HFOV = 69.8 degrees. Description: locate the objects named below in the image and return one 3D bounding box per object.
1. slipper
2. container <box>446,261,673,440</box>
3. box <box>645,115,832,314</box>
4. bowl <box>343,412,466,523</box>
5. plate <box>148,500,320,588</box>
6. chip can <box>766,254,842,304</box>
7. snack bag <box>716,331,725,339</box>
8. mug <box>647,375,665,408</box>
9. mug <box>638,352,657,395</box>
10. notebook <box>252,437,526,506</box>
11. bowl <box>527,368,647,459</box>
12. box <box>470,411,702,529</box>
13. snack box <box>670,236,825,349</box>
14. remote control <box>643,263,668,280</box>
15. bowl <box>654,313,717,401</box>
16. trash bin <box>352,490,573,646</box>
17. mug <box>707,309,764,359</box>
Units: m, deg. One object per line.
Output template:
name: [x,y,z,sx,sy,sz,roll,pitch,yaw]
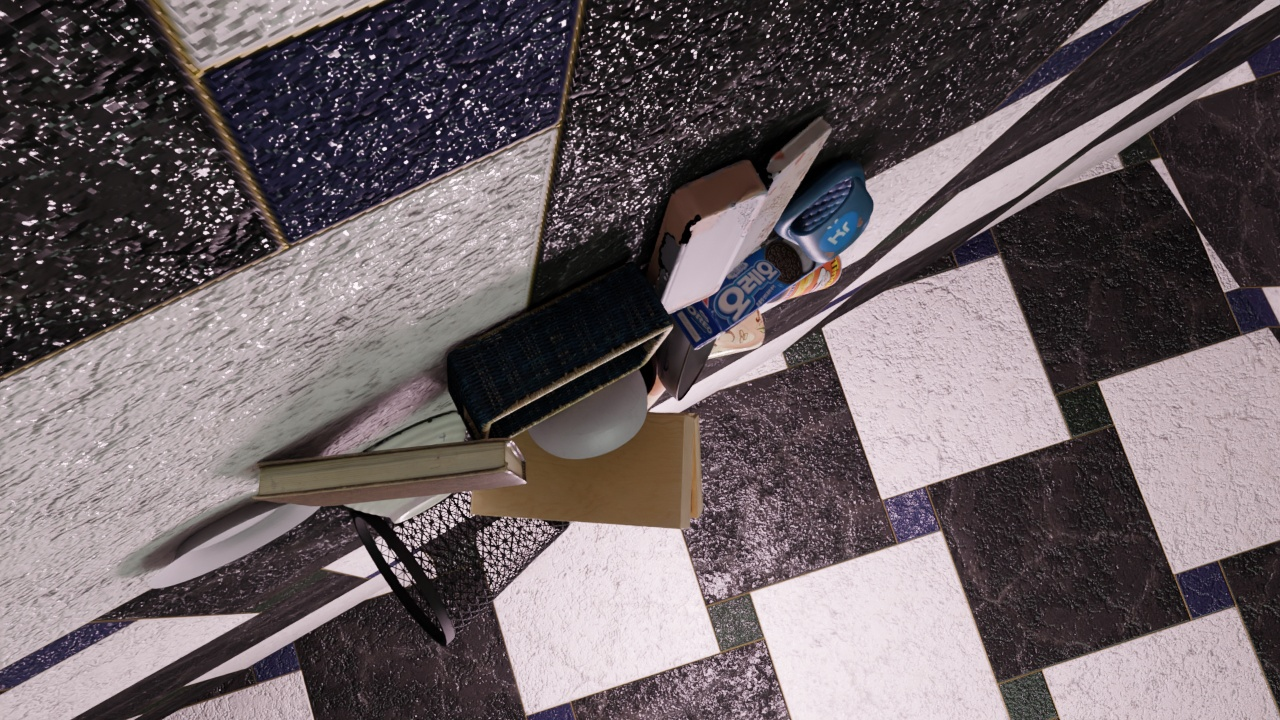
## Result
slipper: [0.204,-0.147,0.953,0.104,0.059,0.213,-45,160,14]
container: [-0.077,-0.002,0.826,0.187,0.071,0.145,-28,172,-17]
box: [0.079,-0.120,0.796,0.153,0.058,0.217,-29,168,-15]
bowl: [-0.253,0.130,1.005,0.177,0.071,0.177,-31,173,-4]
plate: [-0.397,0.170,0.902,0.172,0.019,0.173,-30,172,-5]
chip can: [0.204,-0.116,1.206,0.062,0.062,0.209,-35,171,30]
snack bag: [0.083,-0.051,1.203,0.077,0.036,0.116,-37,164,8]
mug: [-0.007,0.007,1.171,0.104,0.085,0.111,-44,139,22]
mug: [-0.014,-0.010,1.050,0.114,0.087,0.088,-61,-179,15]
notebook: [-0.215,0.106,0.834,0.215,0.034,0.190,-6,169,-3]
bowl: [-0.061,0.030,0.943,0.131,0.132,0.064,-28,140,-18]
box: [-0.057,0.117,1.058,0.249,0.140,0.122,1,170,16]
snack box: [0.131,-0.090,1.026,0.225,0.059,0.059,-33,180,-35]
remote control: [0.034,-0.093,0.900,0.124,0.010,0.039,-30,172,-8]
bowl: [0.050,-0.030,1.087,0.150,0.057,0.151,-60,164,-29]
trash bin: [-0.237,0.235,1.292,0.242,0.217,0.217,-34,175,-28]
mug: [0.124,-0.035,1.293,0.097,0.081,0.122,-20,-153,-22]
